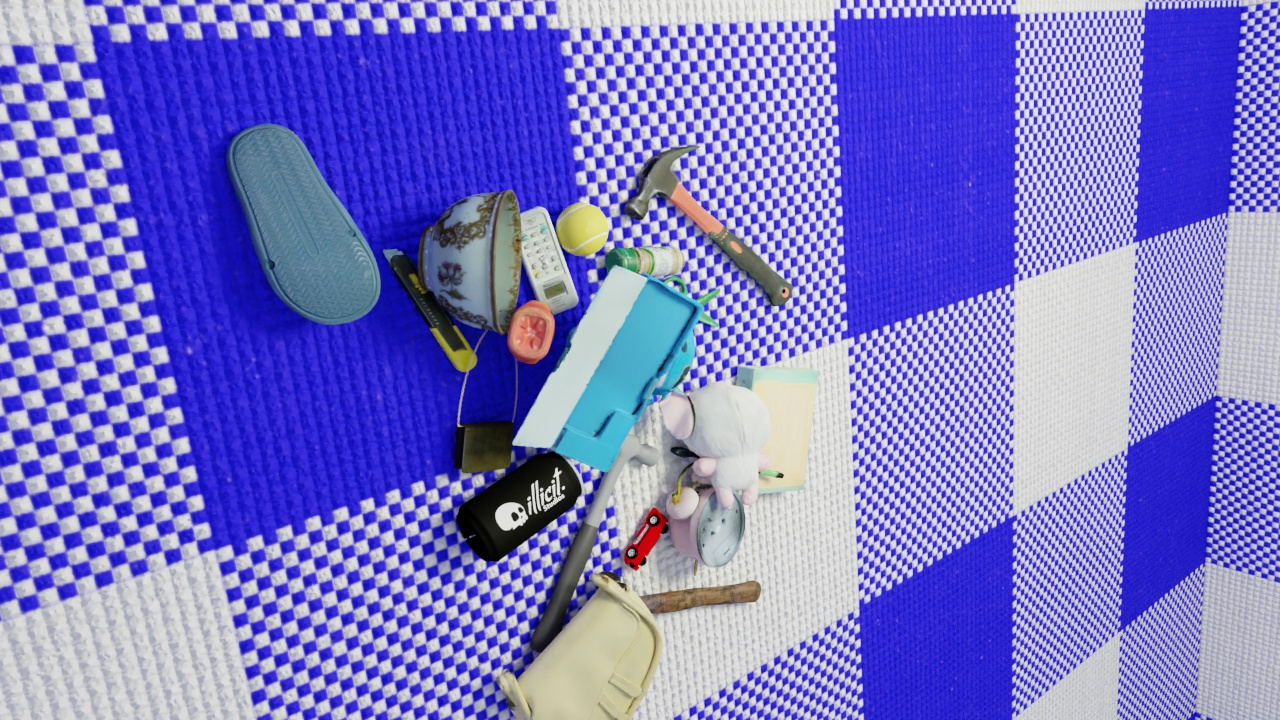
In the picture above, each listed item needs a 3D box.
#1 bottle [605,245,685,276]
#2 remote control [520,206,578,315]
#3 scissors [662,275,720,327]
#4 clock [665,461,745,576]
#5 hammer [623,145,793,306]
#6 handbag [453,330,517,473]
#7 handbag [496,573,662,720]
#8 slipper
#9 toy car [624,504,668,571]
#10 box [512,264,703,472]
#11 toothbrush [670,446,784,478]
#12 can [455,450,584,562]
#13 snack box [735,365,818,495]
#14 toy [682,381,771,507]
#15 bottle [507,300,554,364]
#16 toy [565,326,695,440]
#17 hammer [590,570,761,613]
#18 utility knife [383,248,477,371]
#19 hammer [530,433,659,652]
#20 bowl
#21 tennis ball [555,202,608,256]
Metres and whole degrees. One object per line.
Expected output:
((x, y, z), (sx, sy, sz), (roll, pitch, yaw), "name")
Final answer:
((0.008, -0.130, 1.214), (0.109, 0.043, 0.043), (-8, 103, -37), "bottle")
((-0.119, -0.121, 1.126), (0.050, 0.022, 0.133), (-23, 113, -10), "remote control")
((0.067, -0.066, 1.291), (0.127, 0.012, 0.123), (30, 81, -36), "scissors")
((0.091, 0.221, 1.322), (0.116, 0.059, 0.158), (-39, 120, -41), "clock")
((0.117, -0.174, 1.301), (0.333, 0.033, 0.133), (37, 75, -37), "hammer")
((-0.183, 0.044, 1.102), (0.084, 0.027, 0.178), (-2, 102, -45), "handbag")
((-0.067, 0.404, 1.198), (0.232, 0.088, 0.191), (-48, 123, -5), "handbag")
((-0.346, -0.133, 0.929), (0.103, 0.059, 0.214), (-30, 102, -21), "slipper")
((0.007, 0.251, 1.295), (0.089, 0.025, 0.038), (-55, 144, -11), "toy car")
((-0.047, 0.006, 1.098), (0.175, 0.060, 0.244), (22, 102, -46), "box")
((0.130, 0.151, 1.342), (0.188, 0.017, 0.014), (15, 92, -19), "toothbrush")
((-0.147, 0.177, 1.126), (0.145, 0.080, 0.080), (-33, 117, -29), "can")
((0.202, 0.106, 1.407), (0.141, 0.044, 0.193), (2, 98, -37), "snack box")
((0.125, 0.116, 1.295), (0.138, 0.102, 0.179), (-5, 81, -19), "toy")
((-0.125, -0.034, 1.073), (0.048, 0.134, 0.071), (12, 92, -4), "bottle")
((-0.007, 0.007, 1.196), (0.191, 0.099, 0.224), (-20, 110, -27), "toy")
((0.056, 0.361, 1.351), (0.329, 0.033, 0.120), (6, 104, -40), "hammer")
((-0.240, -0.058, 1.050), (0.028, 0.020, 0.174), (-45, 121, -25), "utility knife")
((-0.077, 0.240, 1.226), (0.125, 0.030, 0.310), (27, 82, -38), "hammer")
((-0.191, -0.111, 1.016), (0.094, 0.159, 0.160), (4, 97, 2), "bowl")
((-0.072, -0.161, 1.131), (0.065, 0.065, 0.065), (-8, 103, -37), "tennis ball")
